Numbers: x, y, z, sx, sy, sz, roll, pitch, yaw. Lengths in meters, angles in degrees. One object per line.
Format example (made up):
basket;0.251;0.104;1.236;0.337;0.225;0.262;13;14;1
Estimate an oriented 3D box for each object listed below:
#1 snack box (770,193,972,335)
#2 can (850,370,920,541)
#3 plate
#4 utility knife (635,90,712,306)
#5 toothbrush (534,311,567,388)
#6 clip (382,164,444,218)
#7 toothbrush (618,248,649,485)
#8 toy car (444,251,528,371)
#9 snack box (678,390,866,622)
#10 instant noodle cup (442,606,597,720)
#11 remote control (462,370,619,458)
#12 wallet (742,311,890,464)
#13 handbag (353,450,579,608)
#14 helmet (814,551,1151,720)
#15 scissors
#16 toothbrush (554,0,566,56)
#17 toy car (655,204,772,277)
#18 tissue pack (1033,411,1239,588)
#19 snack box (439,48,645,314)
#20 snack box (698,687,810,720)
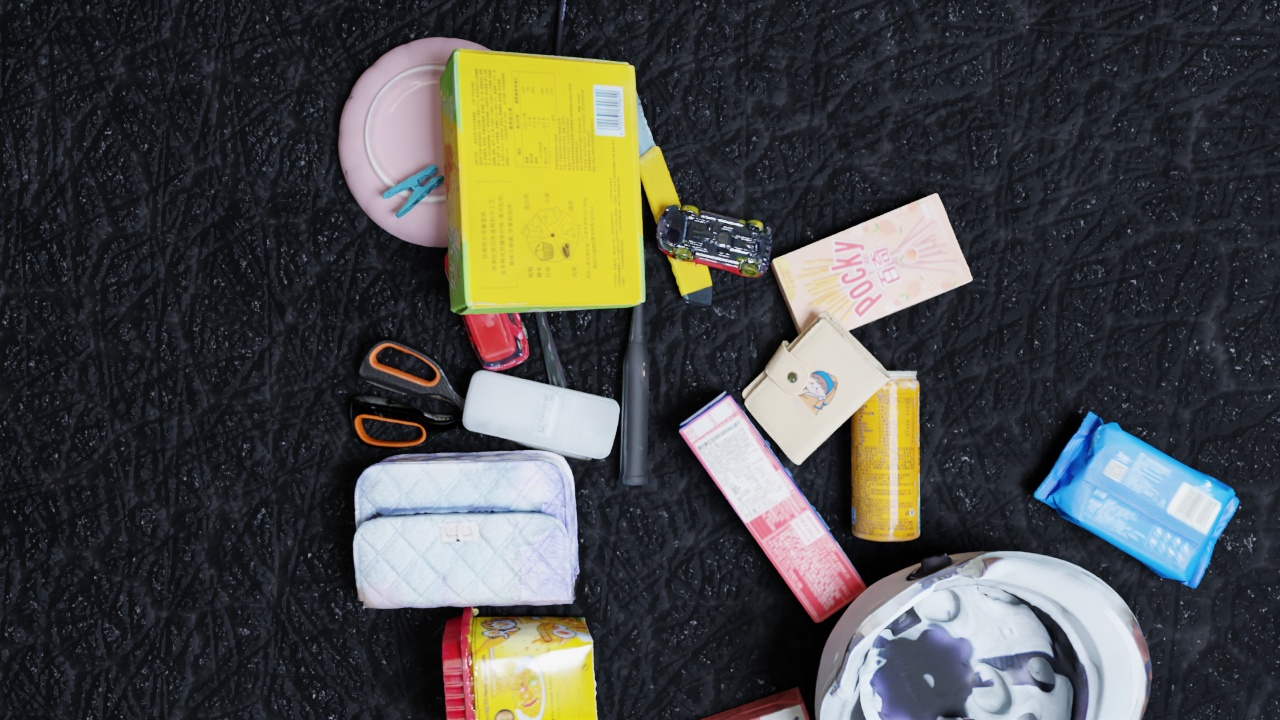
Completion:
snack box;0.203;-0.079;0.814;0.157;0.026;0.084;-22;89;2
can;0.213;0.082;0.798;0.058;0.058;0.146;0;90;3
plate;-0.183;-0.200;0.826;0.192;0.039;0.192;0;90;3
utility knife;0.023;-0.145;0.828;0.033;0.015;0.207;-19;89;-18
toothbrush;-0.090;-0.037;0.834;0.015;0.018;0.181;-14;91;-1
clip;-0.197;-0.150;0.799;0.056;0.014;0.040;-37;89;2
toothbrush;-0.005;0.005;0.826;0.027;0.026;0.212;0;88;48
toy car;-0.138;-0.051;0.822;0.053;0.045;0.120;-20;87;1
snack box;0.114;0.124;0.804;0.058;0.057;0.207;-35;89;4
instant noodle cup;-0.104;0.273;0.793;0.123;0.116;0.116;-4;90;-9
remote control;-0.088;0.048;0.817;0.136;0.020;0.056;12;91;-3
wallet;0.146;0.022;0.793;0.087;0.024;0.115;50;121;18
handbag;-0.154;0.150;0.806;0.194;0.075;0.134;-3;95;4
helmet;0.260;0.265;0.753;0.258;0.146;0.229;-35;91;-6
scissors;-0.158;0.063;0.840;0.234;0.021;0.162;39;98;-4
toothbrush;-0.071;-0.309;0.834;0.016;0.014;0.189;4;90;-10
toy car;0.064;-0.105;0.810;0.106;0.031;0.049;11;75;-13
tissue pack;0.427;0.120;0.791;0.157;0.052;0.095;30;89;2
snack box;-0.084;-0.146;0.780;0.157;0.070;0.210;-3;90;-21
snack box;0.110;0.371;0.810;0.113;0.044;0.127;-20;89;3
